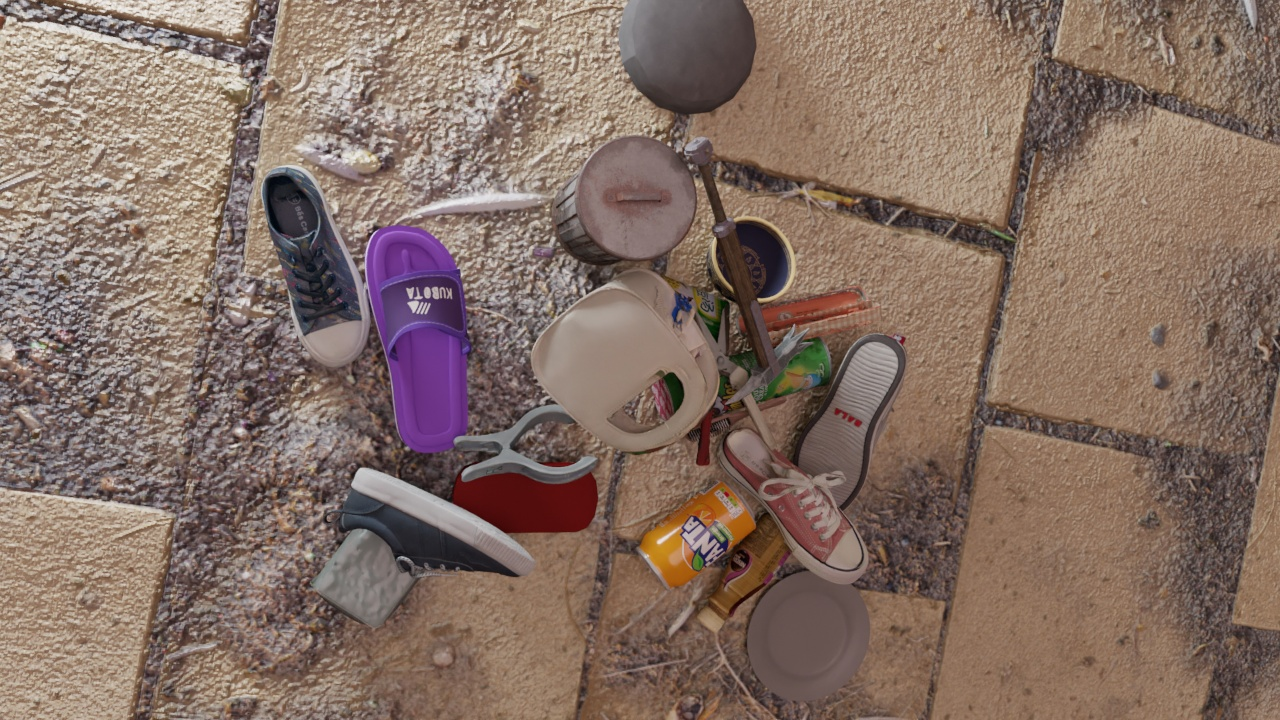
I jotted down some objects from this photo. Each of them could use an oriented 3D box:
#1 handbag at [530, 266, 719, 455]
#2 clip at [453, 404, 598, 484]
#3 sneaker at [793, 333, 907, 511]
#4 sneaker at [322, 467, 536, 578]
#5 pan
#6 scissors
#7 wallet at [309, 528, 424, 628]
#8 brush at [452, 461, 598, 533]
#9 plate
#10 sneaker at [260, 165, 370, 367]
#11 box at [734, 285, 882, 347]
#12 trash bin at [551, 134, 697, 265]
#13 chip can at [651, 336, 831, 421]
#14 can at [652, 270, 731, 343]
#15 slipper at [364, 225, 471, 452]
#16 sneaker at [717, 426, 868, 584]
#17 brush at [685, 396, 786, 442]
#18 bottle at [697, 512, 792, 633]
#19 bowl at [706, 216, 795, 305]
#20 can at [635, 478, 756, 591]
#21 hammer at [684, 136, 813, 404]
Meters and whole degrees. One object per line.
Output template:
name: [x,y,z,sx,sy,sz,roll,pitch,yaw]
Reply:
handbag: [-0.006,0.006,1.076,0.201,0.092,0.199,-36,94,29]
clip: [-0.125,0.126,1.076,0.171,0.029,0.141,-16,59,-25]
sneaker: [0.280,0.079,1.196,0.097,0.128,0.263,27,111,22]
sneaker: [-0.233,0.202,1.028,0.235,0.089,0.087,27,83,-8]
pan: [0.099,-0.480,1.139,0.178,0.041,0.357,25,87,-14]
scissors: [0.105,0.041,1.108,0.179,0.015,0.193,32,86,-15]
wallet: [-0.308,0.235,1.074,0.100,0.054,0.131,42,80,-21]
brush: [-0.140,0.165,1.116,0.173,0.042,0.082,2,93,-14]
plate: [0.225,0.369,1.235,0.178,0.012,0.178,-1,93,-14]
sneaker: [-0.363,-0.107,1.025,0.087,0.079,0.235,-17,97,-12]
box: [0.218,-0.056,1.183,0.186,0.083,0.043,-13,115,-15]
trash bin: [-0.024,-0.173,1.038,0.130,0.211,0.131,-1,93,-14]
chip can: [0.130,0.024,1.161,0.223,0.075,0.075,-14,96,-14]
can: [0.047,-0.063,1.136,0.121,0.067,0.067,21,88,-14]
slipper: [-0.244,-0.024,1.048,0.107,0.084,0.266,-8,96,-24]
sneaker: [0.198,0.169,1.137,0.241,0.088,0.118,45,58,10]
brush: [0.121,0.076,1.156,0.136,0.050,0.015,-21,69,4]
bottle: [0.135,0.276,1.182,0.059,0.060,0.166,40,83,-13]
bowl: [0.131,-0.117,1.153,0.112,0.061,0.112,5,73,-18]
can: [0.070,0.219,1.152,0.142,0.079,0.079,-36,101,-10]
hammer: [0.104,-0.100,1.014,0.146,0.028,0.317,-42,128,-25]
